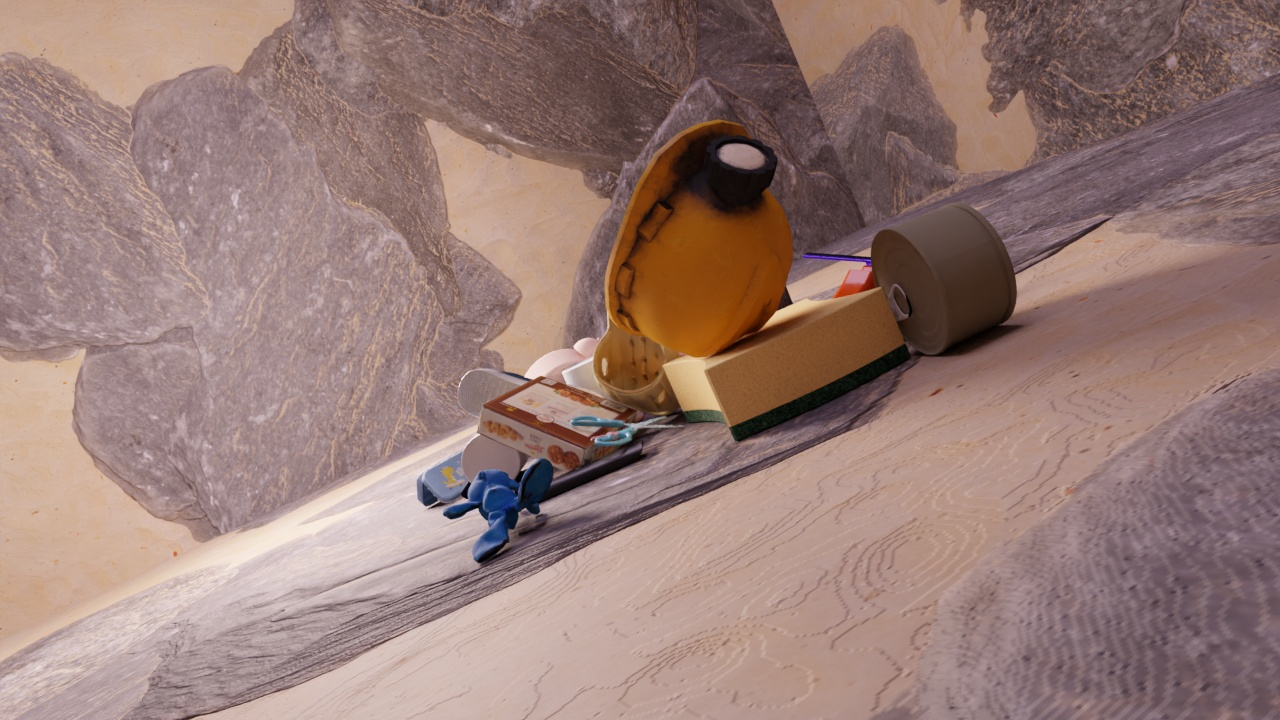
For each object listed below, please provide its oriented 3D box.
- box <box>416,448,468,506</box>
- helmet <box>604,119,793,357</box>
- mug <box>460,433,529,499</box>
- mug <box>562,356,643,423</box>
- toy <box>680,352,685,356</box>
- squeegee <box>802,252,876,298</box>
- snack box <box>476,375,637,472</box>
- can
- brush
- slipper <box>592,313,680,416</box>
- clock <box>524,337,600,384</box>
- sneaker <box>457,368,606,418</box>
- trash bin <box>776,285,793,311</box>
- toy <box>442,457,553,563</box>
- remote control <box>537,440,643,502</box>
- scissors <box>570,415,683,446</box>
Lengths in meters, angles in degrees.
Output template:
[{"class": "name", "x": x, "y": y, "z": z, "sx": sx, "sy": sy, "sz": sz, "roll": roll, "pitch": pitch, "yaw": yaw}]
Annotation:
[{"class": "box", "x": -0.230, "y": 0.161, "z": 1.377, "sx": 0.079, "sy": 0.073, "sz": 0.209, "roll": 29, "pitch": 41, "yaw": 33}, {"class": "helmet", "x": 0.081, "y": -0.095, "z": 0.923, "sx": 0.204, "sy": 0.131, "sz": 0.256, "roll": -28, "pitch": -35, "yaw": -33}, {"class": "mug", "x": -0.207, "y": 0.142, "z": 1.258, "sx": 0.112, "sy": 0.078, "sz": 0.097, "roll": -52, "pitch": 2, "yaw": 5}, {"class": "mug", "x": -0.052, "y": 0.047, "z": 1.286, "sx": 0.082, "sy": 0.105, "sz": 0.082, "roll": -24, "pitch": 5, "yaw": 2}, {"class": "toy", "x": 0.109, "y": -0.014, "z": 1.300, "sx": 0.213, "sy": 0.084, "sz": 0.142, "roll": -28, "pitch": 5, "yaw": -6}, {"class": "squeegee", "x": 0.285, "y": -0.089, "z": 1.192, "sx": 0.250, "sy": 0.055, "sz": 0.184, "roll": 10, "pitch": 29, "yaw": 37}, {"class": "snack box", "x": -0.099, "y": 0.075, "z": 1.115, "sx": 0.143, "sy": 0.041, "sz": 0.146, "roll": 20, "pitch": 21, "yaw": 18}, {"class": "can", "x": 0.282, "y": -0.077, "z": 0.862, "sx": 0.073, "sy": 0.128, "sz": 0.128, "roll": -23, "pitch": 4, "yaw": -8}, {"class": "brush", "x": 0.145, "y": 0.001, "z": 0.986, "sx": 0.195, "sy": 0.075, "sz": 0.250, "roll": -25, "pitch": 5, "yaw": -8}, {"class": "slipper", "x": -0.007, "y": 0.007, "z": 1.127, "sx": 0.079, "sy": 0.111, "sz": 0.262, "roll": -55, "pitch": -21, "yaw": -30}, {"class": "clock", "x": -0.103, "y": 0.054, "z": 1.356, "sx": 0.160, "sy": 0.131, "sz": 0.086, "roll": -35, "pitch": 37, "yaw": -18}, {"class": "sneaker", "x": -0.136, "y": 0.065, "z": 1.252, "sx": 0.236, "sy": 0.089, "sz": 0.087, "roll": 16, "pitch": 0, "yaw": 15}, {"class": "trash bin", "x": 0.168, "y": -0.128, "z": 1.489, "sx": 0.131, "sy": 0.211, "sz": 0.131, "roll": -24, "pitch": 5, "yaw": 2}, {"class": "toy", "x": -0.138, "y": 0.140, "z": 0.928, "sx": 0.112, "sy": 0.071, "sz": 0.176, "roll": -37, "pitch": 7, "yaw": -12}, {"class": "remote control", "x": -0.062, "y": 0.125, "z": 1.014, "sx": 0.147, "sy": 0.015, "sz": 0.033, "roll": -24, "pitch": 5, "yaw": 5}, {"class": "scissors", "x": -0.024, "y": 0.076, "z": 1.063, "sx": 0.120, "sy": 0.015, "sz": 0.138, "roll": 13, "pitch": 12, "yaw": 36}]
